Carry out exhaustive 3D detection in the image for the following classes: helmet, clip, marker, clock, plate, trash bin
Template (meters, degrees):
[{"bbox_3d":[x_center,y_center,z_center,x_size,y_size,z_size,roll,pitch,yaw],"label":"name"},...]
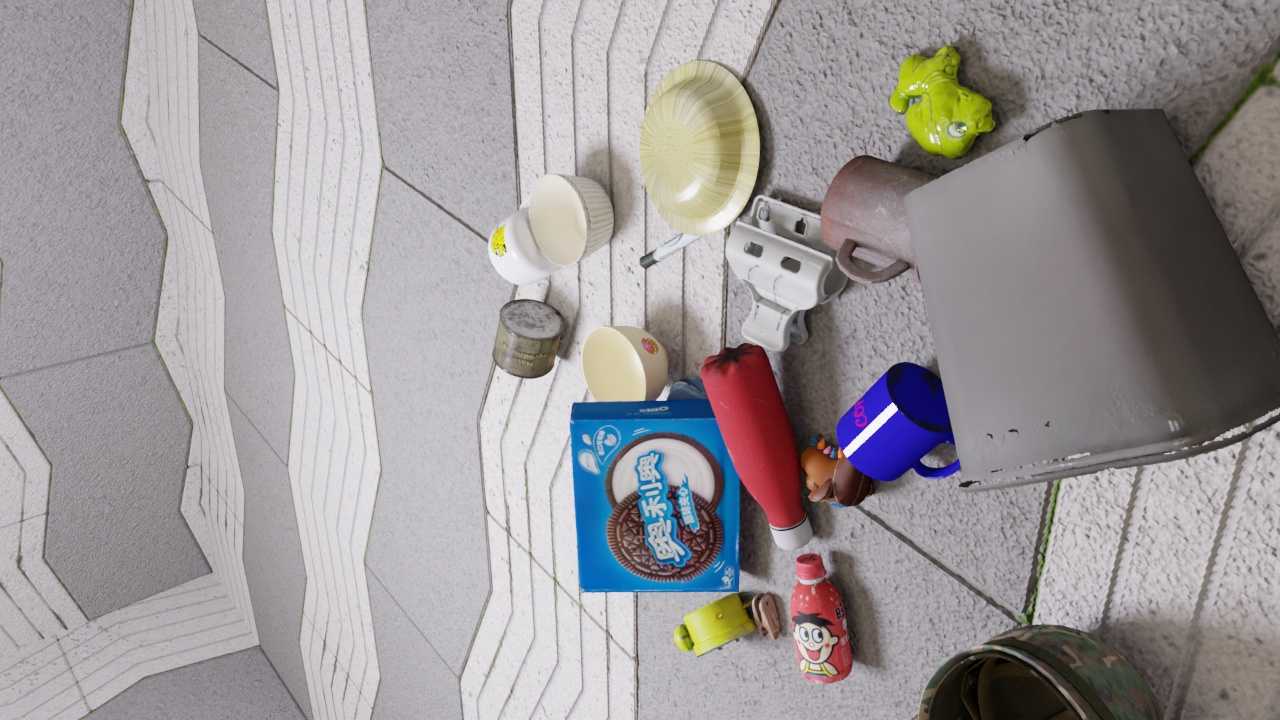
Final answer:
[{"bbox_3d":[0.325,0.337,0.749,0.193,0.235,0.224,-10,87,56],"label":"helmet"},{"bbox_3d":[0.139,-0.081,0.928,0.125,0.089,0.151,32,118,41],"label":"clip"},{"bbox_3d":[0.046,-0.137,1.054,0.147,0.017,0.017,-25,86,51],"label":"marker"},{"bbox_3d":[0.090,0.335,1.150,0.119,0.083,0.057,-43,67,46],"label":"clock"},{"bbox_3d":[0.046,-0.225,0.984,0.185,0.036,0.184,16,112,47],"label":"plate"},{"bbox_3d":[0.154,0.312,1.112,0.049,0.025,0.061,41,134,30],"label":"clip"},{"bbox_3d":[0.313,-0.044,0.655,0.198,0.197,0.220,-24,81,53],"label":"trash bin"}]

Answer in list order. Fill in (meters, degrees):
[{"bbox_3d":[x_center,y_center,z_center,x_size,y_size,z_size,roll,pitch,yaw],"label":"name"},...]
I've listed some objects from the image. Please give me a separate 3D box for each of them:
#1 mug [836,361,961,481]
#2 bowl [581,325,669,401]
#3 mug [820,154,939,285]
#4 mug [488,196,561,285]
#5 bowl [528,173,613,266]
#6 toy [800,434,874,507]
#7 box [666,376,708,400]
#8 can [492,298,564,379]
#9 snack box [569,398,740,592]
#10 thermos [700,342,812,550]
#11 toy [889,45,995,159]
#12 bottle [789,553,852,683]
[{"bbox_3d":[0.253,0.067,0.858,0.111,0.079,0.084,35,135,2],"label":"mug"},{"bbox_3d":[-0.007,0.007,1.130,0.118,0.073,0.118,23,122,42],"label":"bowl"},{"bbox_3d":[0.212,-0.112,0.790,0.110,0.122,0.096,29,151,44],"label":"mug"},{"bbox_3d":[-0.147,-0.162,1.213,0.068,0.094,0.115,-21,67,50],"label":"mug"},{"bbox_3d":[-0.081,-0.180,1.147,0.115,0.062,0.115,23,122,43],"label":"bowl"},{"bbox_3d":[0.202,0.099,0.947,0.090,0.070,0.103,-140,54,-58],"label":"toy"},{"bbox_3d":[0.033,0.116,1.137,0.067,0.052,0.210,43,129,25],"label":"box"},{"bbox_3d":[-0.157,-0.030,1.277,0.090,0.089,0.075,43,134,29],"label":"can"},{"bbox_3d":[0.019,0.162,1.089,0.056,0.195,0.239,-84,-8,-68],"label":"snack box"},{"bbox_3d":[0.134,0.100,0.994,0.073,0.073,0.240,1,118,49],"label":"thermos"},{"bbox_3d":[0.251,-0.214,0.768,0.094,0.036,0.093,6,104,50],"label":"toy"},{"bbox_3d":[0.197,0.283,1.020,0.062,0.061,0.137,1,107,49],"label":"bottle"}]
